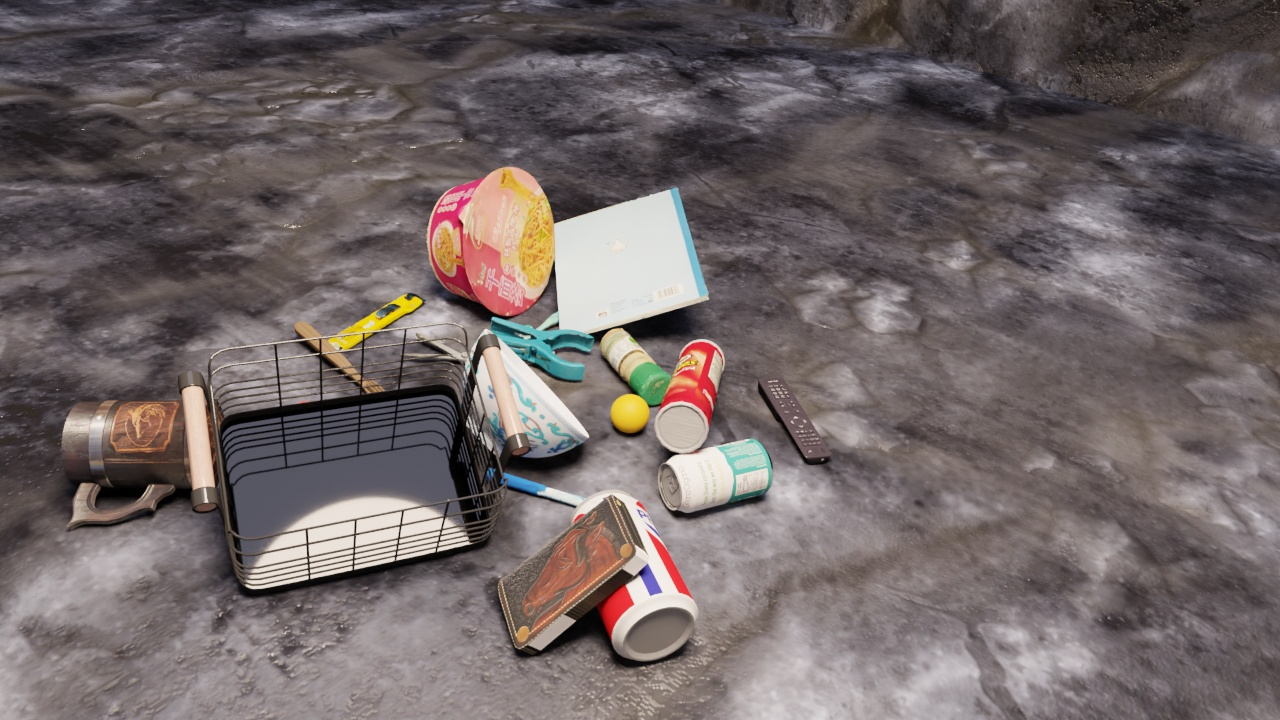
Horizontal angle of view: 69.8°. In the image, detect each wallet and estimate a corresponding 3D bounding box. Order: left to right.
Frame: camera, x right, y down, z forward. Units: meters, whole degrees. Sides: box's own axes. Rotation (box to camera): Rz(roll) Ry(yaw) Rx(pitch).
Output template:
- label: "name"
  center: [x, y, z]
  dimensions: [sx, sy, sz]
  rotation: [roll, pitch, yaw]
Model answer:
- label: "wallet"
  center: [-0.054, 0.164, 0.711]
  dimensions: [0.123, 0.019, 0.072]
  rotation: [-40, 43, 10]

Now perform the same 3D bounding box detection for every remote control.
- label: "remote control"
  center: [0.164, 0.064, 0.992]
  dimensions: [0.032, 0.015, 0.136]
  rotation: [-3, 36, -16]

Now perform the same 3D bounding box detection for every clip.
- label: "clip"
  center: [-0.106, -0.025, 1.050]
  dimensions: [0.130, 0.031, 0.120]
  rotation: [27, 42, 17]

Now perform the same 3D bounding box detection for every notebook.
- label: "notebook"
  center: [-0.021, -0.128, 1.156]
  dimensions: [0.181, 0.009, 0.253]
  rotation: [-16, 40, 6]

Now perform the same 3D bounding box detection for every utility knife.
- label: "utility knife"
  center: [-0.310, -0.043, 1.066]
  dimensions: [0.030, 0.017, 0.164]
  rotation: [16, 37, 23]

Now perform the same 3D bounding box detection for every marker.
- label: "marker"
  center: [-0.077, 0.125, 0.851]
  dimensions: [0.142, 0.013, 0.013]
  rotation: [15, 33, 10]

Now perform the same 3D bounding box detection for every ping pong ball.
- label: "ping pong ball"
  center: [-0.011, 0.055, 0.947]
  dimensions: [0.040, 0.040, 0.040]
  rotation: [5, 33, -4]

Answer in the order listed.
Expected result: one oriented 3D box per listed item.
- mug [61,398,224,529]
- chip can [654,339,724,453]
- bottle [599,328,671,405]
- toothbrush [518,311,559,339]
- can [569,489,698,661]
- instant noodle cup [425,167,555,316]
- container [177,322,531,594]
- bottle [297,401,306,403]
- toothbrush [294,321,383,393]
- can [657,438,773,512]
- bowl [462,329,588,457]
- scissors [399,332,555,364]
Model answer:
- label: "mug"
  center: [-0.428, 0.088, 0.790]
  dimensions: [0.107, 0.080, 0.115]
  rotation: [1, 59, -8]
- label: "chip can"
  center: [0.053, 0.031, 0.938]
  dimensions: [0.052, 0.052, 0.214]
  rotation: [11, 18, 6]
- label: "bottle"
  center: [-0.006, 0.006, 1.025]
  dimensions: [0.043, 0.043, 0.111]
  rotation: [-11, 36, -26]
- label: "toothbrush"
  center: [-0.099, -0.052, 1.118]
  dimensions: [0.022, 0.017, 0.134]
  rotation: [33, 41, 28]
- label: "can"
  center: [-0.009, 0.170, 0.739]
  dimensions: [0.070, 0.070, 0.132]
  rotation: [-6, 35, -20]
- label: "instant noodle cup"
  center: [-0.187, -0.145, 1.122]
  dimensions: [0.078, 0.179, 0.178]
  rotation: [6, 29, 29]
- label: "container"
  center: [-0.228, 0.072, 0.740]
  dimensions: [0.241, 0.131, 0.162]
  rotation: [-8, 61, -23]
- label: "bottle"
  center: [-0.251, 0.071, 0.854]
  dimensions: [0.137, 0.062, 0.061]
  rotation: [3, 33, -4]
- label: "toothbrush"
  center: [-0.322, 0.000, 0.982]
  dimensions: [0.167, 0.016, 0.016]
  rotation: [34, 46, 29]
- label: "can"
  center: [0.072, 0.109, 0.866]
  dimensions: [0.101, 0.055, 0.055]
  rotation: [-10, 36, -25]
- label: "bowl"
  center: [-0.126, 0.047, 0.884]
  dimensions: [0.074, 0.144, 0.144]
  rotation: [-43, 46, -2]
- label: "scissors"
  center: [-0.180, -0.005, 1.033]
  dimensions: [0.161, 0.014, 0.141]
  rotation: [-19, 44, -36]
